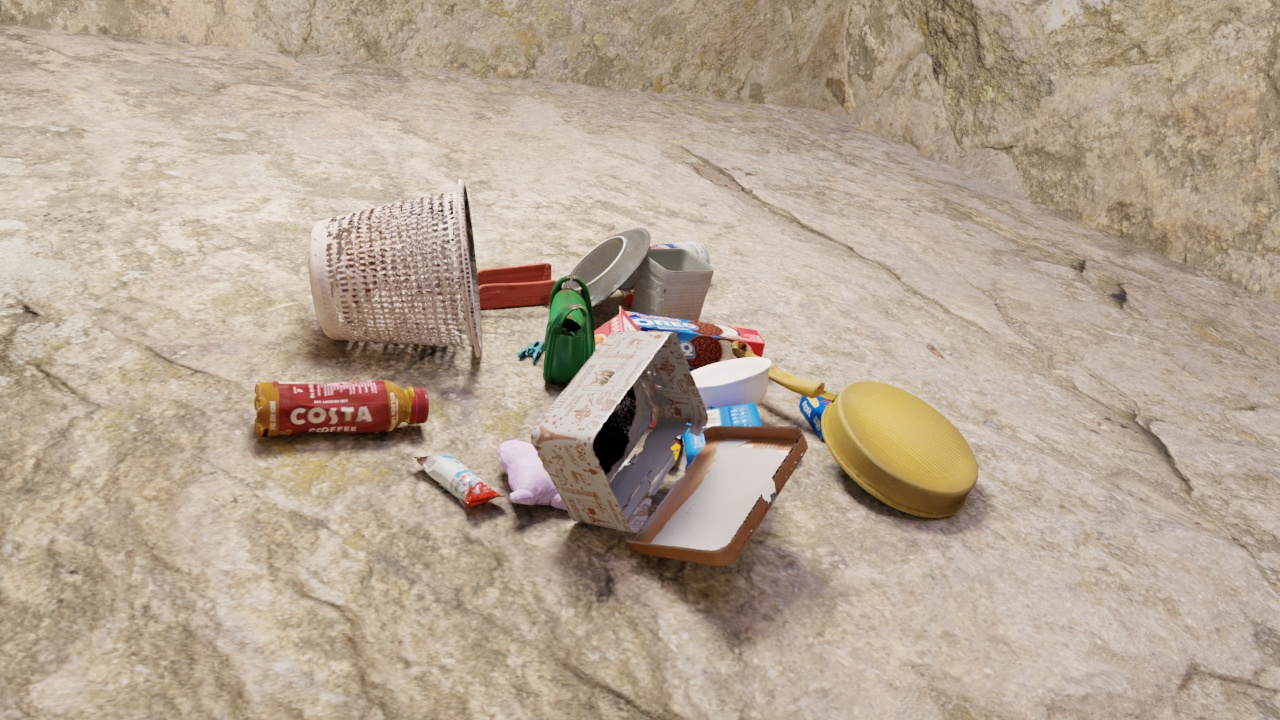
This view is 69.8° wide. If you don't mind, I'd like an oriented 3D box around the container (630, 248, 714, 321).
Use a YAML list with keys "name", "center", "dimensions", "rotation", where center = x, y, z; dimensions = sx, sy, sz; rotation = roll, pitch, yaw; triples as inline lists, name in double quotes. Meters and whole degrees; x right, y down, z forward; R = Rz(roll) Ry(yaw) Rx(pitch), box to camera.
- name: "container"
  center: [0.043, -0.100, 1.382]
  dimensions: [0.090, 0.114, 0.090]
  rotation: [-5, 30, -32]

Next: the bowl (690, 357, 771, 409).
- name: "bowl"
  center: [0.114, 0.043, 1.159]
  dimensions: [0.118, 0.065, 0.118]
  rotation: [-14, 12, 3]

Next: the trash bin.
- name: "trash bin"
  center: [-0.306, -0.109, 1.162]
  dimensions: [0.192, 0.228, 0.227]
  rotation: [-5, 28, -7]

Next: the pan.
- name: "pan"
  center: [0.257, 0.066, 1.157]
  dimensions: [0.357, 0.078, 0.197]
  rotation: [44, 38, 23]

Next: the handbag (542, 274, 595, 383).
- name: "handbag"
  center: [-0.089, -0.037, 1.189]
  dimensions: [0.068, 0.120, 0.131]
  rotation: [4, 28, -3]

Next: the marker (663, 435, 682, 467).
- name: "marker"
  center: [0.041, 0.096, 1.096]
  dimensions: [0.018, 0.015, 0.123]
  rotation: [16, 23, 4]

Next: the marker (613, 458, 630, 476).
- name: "marker"
  center: [-0.024, 0.120, 0.998]
  dimensions: [0.017, 0.017, 0.145]
  rotation: [27, 24, 28]

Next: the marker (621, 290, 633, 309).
- name: "marker"
  center: [-0.027, -0.121, 1.510]
  dimensions: [0.017, 0.017, 0.145]
  rotation: [4, 26, -17]

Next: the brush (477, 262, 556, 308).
- name: "brush"
  center: [-0.195, -0.109, 1.355]
  dimensions: [0.145, 0.063, 0.069]
  rotation: [-8, 19, -34]

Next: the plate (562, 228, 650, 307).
- name: "plate"
  center: [-0.061, -0.141, 1.383]
  dimensions: [0.024, 0.179, 0.179]
  rotation: [46, 10, -28]

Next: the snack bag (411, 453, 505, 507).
- name: "snack bag"
  center: [-0.185, 0.119, 0.932]
  dimensions: [0.104, 0.026, 0.048]
  rotation: [32, 20, 35]

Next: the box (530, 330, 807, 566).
- name: "box"
  center: [0.034, 0.082, 0.893]
  dimensions: [0.193, 0.157, 0.182]
  rotation: [2, 40, 37]

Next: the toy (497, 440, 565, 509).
- name: "toy"
  center: [-0.112, 0.118, 0.954]
  dimensions: [0.083, 0.039, 0.108]
  rotation: [18, 18, -33]

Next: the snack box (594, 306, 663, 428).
- name: "snack box"
  center: [-0.007, 0.007, 1.153]
  dimensions: [0.113, 0.044, 0.127]
  rotation: [50, 14, -22]

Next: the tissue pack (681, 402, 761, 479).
- name: "tissue pack"
  center: [0.096, 0.102, 1.042]
  dimensions: [0.095, 0.052, 0.157]
  rotation: [-9, 25, 4]

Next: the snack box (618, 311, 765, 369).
- name: "snack box"
  center: [0.068, -0.022, 1.301]
  dimensions: [0.207, 0.058, 0.057]
  rotation: [8, 23, -10]

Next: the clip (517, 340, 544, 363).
- name: "clip"
  center: [-0.145, -0.013, 1.238]
  dimensions: [0.049, 0.015, 0.056]
  rotation: [15, 25, 12]

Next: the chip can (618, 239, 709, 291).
- name: "chip can"
  center: [0.032, -0.159, 1.527]
  dimensions: [0.071, 0.071, 0.214]
  rotation: [27, 24, 28]

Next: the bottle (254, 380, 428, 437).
- name: "bottle"
  center: [-0.317, 0.050, 0.978]
  dimensions: [0.174, 0.058, 0.057]
  rotation: [0, 28, -24]

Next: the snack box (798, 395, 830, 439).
- name: "snack box"
  center: [0.300, 0.079, 1.230]
  dimensions: [0.157, 0.026, 0.084]
  rotation: [5, 27, -15]
